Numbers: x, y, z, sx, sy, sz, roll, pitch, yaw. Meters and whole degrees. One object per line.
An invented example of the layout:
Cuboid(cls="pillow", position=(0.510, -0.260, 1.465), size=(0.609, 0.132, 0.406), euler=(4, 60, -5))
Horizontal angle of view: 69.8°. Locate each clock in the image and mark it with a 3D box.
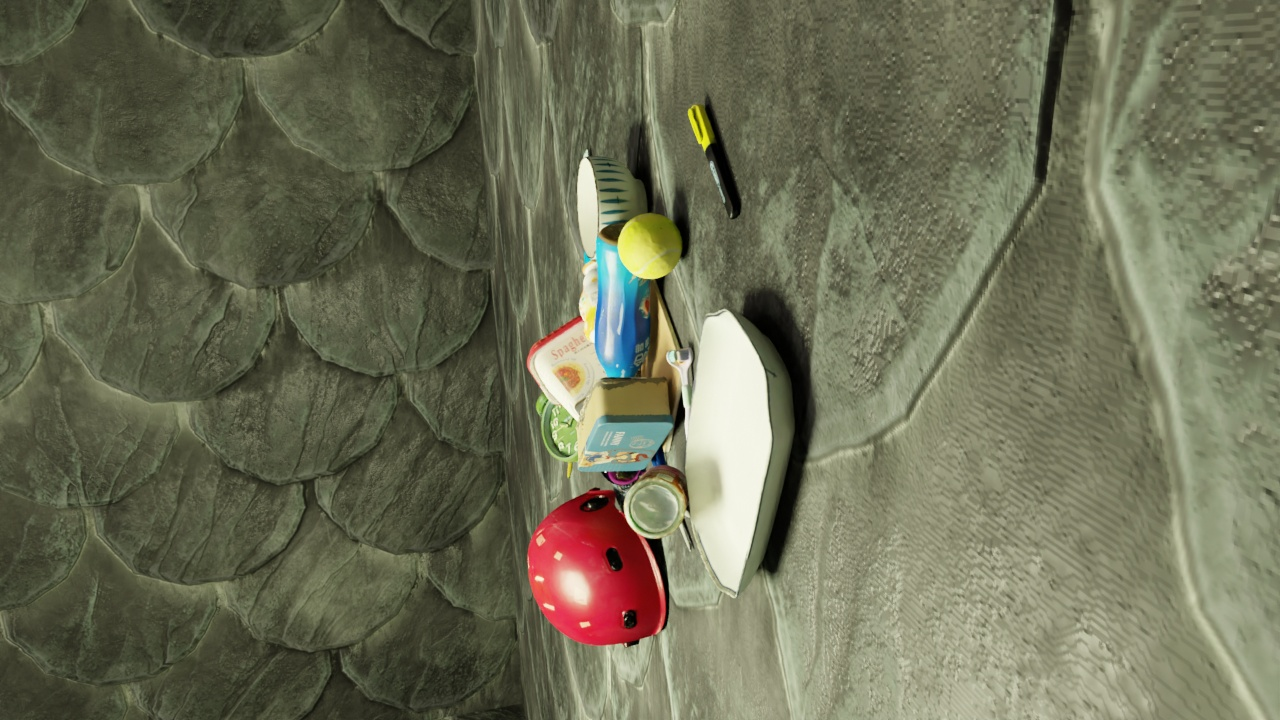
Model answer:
Cuboid(cls="clock", position=(-0.098, 0.080, 1.340), size=(0.116, 0.056, 0.161), euler=(-39, 62, 36))

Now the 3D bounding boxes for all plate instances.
Cuboid(cls="plate", position=(0.082, 0.079, 0.773), size=(0.162, 0.034, 0.266), euler=(-113, 22, -50))

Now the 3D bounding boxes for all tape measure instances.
Cuboid(cls="tape measure", position=(-0.024, 0.132, 1.181), size=(0.039, 0.057, 0.058), euler=(-142, 56, -70))

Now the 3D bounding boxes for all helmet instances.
Cuboid(cls="helmet", position=(-0.069, 0.286, 1.215), size=(0.240, 0.143, 0.207), euler=(-179, 73, -72))

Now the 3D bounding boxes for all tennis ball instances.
Cuboid(cls="tennis ball", position=(0.010, -0.115, 0.921), size=(0.065, 0.065, 0.065), euler=(173, 91, -76))

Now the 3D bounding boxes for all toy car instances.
Cuboid(cls="toy car", position=(-0.021, 0.164, 1.237), size=(0.049, 0.031, 0.105), euler=(106, 155, -55))

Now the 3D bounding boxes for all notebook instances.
Cuboid(cls="notebook", position=(0.014, -0.019, 1.064), size=(0.148, 0.008, 0.207), euler=(99, 160, -47))

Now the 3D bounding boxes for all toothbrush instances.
Cuboid(cls="toothbrush", position=(0.052, 0.082, 0.931), size=(0.021, 0.029, 0.189), euler=(-7, -91, -63))

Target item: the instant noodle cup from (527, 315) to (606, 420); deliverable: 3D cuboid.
Cuboid(cls="instant noodle cup", position=(-0.066, 0.024, 1.176), size=(0.124, 0.116, 0.117), euler=(52, 173, 44))

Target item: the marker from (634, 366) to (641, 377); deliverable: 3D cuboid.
Cuboid(cls="marker", position=(-0.007, 0.006, 1.104), size=(0.017, 0.017, 0.146), euler=(-122, 29, -61))

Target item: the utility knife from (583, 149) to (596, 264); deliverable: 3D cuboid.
Cuboid(cls="utility knife", position=(-0.073, -0.206, 1.316), size=(0.034, 0.018, 0.188), euler=(10, 105, 64))

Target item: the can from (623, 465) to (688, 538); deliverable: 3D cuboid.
Cuboid(cls="can", position=(0.019, 0.139, 0.921), size=(0.147, 0.058, 0.058), euler=(15, -112, -84))

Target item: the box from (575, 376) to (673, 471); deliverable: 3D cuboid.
Cuboid(cls="box", position=(-0.020, 0.072, 1.035), size=(0.185, 0.089, 0.061), euler=(114, 153, -65))

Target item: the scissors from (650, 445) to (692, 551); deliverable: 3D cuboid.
Cuboid(cls="scissors", position=(0.030, 0.148, 1.064), size=(0.164, 0.012, 0.160), euler=(131, 131, -70))

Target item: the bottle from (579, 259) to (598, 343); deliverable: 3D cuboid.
Cuboid(cls="bottle", position=(-0.045, -0.073, 1.134), size=(0.063, 0.063, 0.108), euler=(107, 154, -58))

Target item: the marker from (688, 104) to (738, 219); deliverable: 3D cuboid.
Cuboid(cls="marker", position=(0.063, -0.172, 0.788), size=(0.018, 0.015, 0.124), euler=(103, 156, -60))

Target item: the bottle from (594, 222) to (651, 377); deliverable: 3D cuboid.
Cuboid(cls="bottle", position=(-0.021, -0.044, 1.033), size=(0.065, 0.065, 0.219), euler=(-116, 25, -54))

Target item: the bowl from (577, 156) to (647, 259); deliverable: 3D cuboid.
Cuboid(cls="bowl", position=(-0.031, -0.177, 1.056), size=(0.116, 0.066, 0.116), euler=(174, 91, -75))
